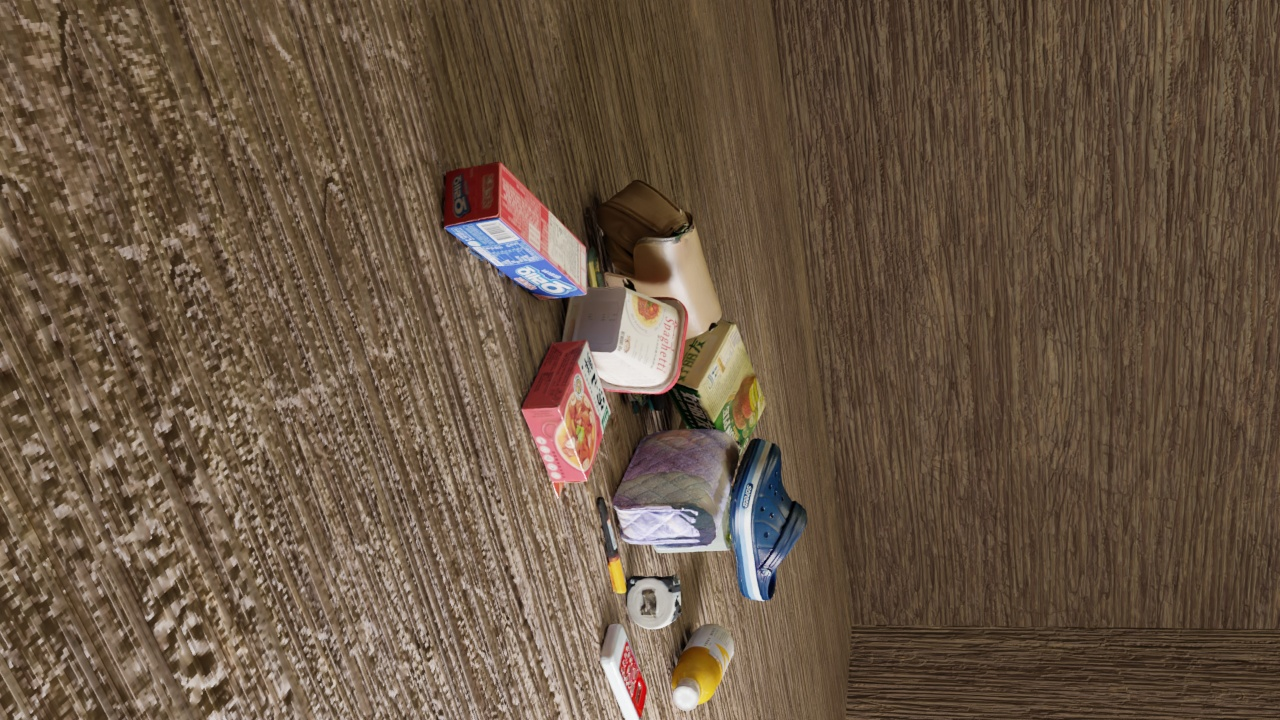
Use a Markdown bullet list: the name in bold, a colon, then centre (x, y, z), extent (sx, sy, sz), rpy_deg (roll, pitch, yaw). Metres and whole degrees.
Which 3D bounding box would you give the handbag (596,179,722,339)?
- **handbag**: centre (0.019, -0.118, 1.156), extent (0.099, 0.148, 0.205), rpy_deg (-42, 135, -20)

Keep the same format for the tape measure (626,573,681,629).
- **tape measure**: centre (0.017, 0.303, 1.152), extent (0.033, 0.066, 0.066), rpy_deg (21, 63, -66)

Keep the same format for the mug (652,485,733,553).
- **mug**: centre (0.078, 0.217, 1.303), extent (0.123, 0.103, 0.084), rpy_deg (-64, 145, -57)

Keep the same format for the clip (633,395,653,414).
- **clip**: centre (0.001, 0.044, 1.241), extent (0.013, 0.038, 0.055), rpy_deg (38, 44, -70)

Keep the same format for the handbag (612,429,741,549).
- **handbag**: centre (0.049, 0.162, 1.178), extent (0.193, 0.134, 0.076), rpy_deg (-60, 141, -59)

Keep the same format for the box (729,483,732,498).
- **box**: centre (0.108, 0.199, 1.444), extent (0.168, 0.079, 0.091), rpy_deg (66, 25, -45)

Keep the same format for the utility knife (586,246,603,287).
- **utility knife**: centre (-0.050, -0.063, 1.126), extent (0.030, 0.018, 0.152), rpy_deg (-40, 128, -61)

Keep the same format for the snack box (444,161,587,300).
- **snack box**: centre (-0.111, -0.114, 0.868), extent (0.207, 0.057, 0.058), rpy_deg (38, 47, -66)

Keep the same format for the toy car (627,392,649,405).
- **toy car**: centre (-0.007, 0.007, 1.205), extent (0.049, 0.031, 0.105), rpy_deg (10, 77, -77)

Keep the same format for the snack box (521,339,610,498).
- **snack box**: centre (-0.072, 0.062, 0.967), extent (0.113, 0.044, 0.127), rpy_deg (-72, 152, -50)

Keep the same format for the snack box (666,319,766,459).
- **snack box**: centre (0.109, 0.045, 1.290), extent (0.114, 0.063, 0.240), rpy_deg (-61, 151, -19)

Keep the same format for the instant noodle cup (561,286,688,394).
- **instant noodle cup**: centre (-0.021, -0.029, 1.045), extent (0.124, 0.117, 0.116), rpy_deg (26, 70, -56)

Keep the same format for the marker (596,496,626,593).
- **marker**: centre (-0.036, 0.220, 1.093), extent (0.018, 0.015, 0.124), rpy_deg (-47, 128, -69)

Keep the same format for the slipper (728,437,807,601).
- **slipper**: centre (0.172, 0.225, 1.221), extent (0.104, 0.095, 0.253), rpy_deg (-62, 152, -55)

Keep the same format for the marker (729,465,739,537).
- **marker**: centre (0.140, 0.199, 1.303), extent (0.018, 0.015, 0.123), rpy_deg (74, 21, -45)

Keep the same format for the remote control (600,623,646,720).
- **remote control**: centre (-0.018, 0.376, 1.098), extent (0.055, 0.020, 0.136), rpy_deg (-70, 151, -51)

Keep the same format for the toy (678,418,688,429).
- **toy**: centre (0.067, 0.066, 1.395), extent (0.105, 0.066, 0.157), rpy_deg (127, -29, -69)

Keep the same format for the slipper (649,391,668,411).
- **slipper**: centre (0.059, -0.044, 1.314), extent (0.267, 0.083, 0.111), rpy_deg (-81, 171, -46)

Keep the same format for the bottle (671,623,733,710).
- **bottle**: centre (0.088, 0.447, 1.335), extent (0.189, 0.068, 0.068), rpy_deg (-24, 108, -71)
